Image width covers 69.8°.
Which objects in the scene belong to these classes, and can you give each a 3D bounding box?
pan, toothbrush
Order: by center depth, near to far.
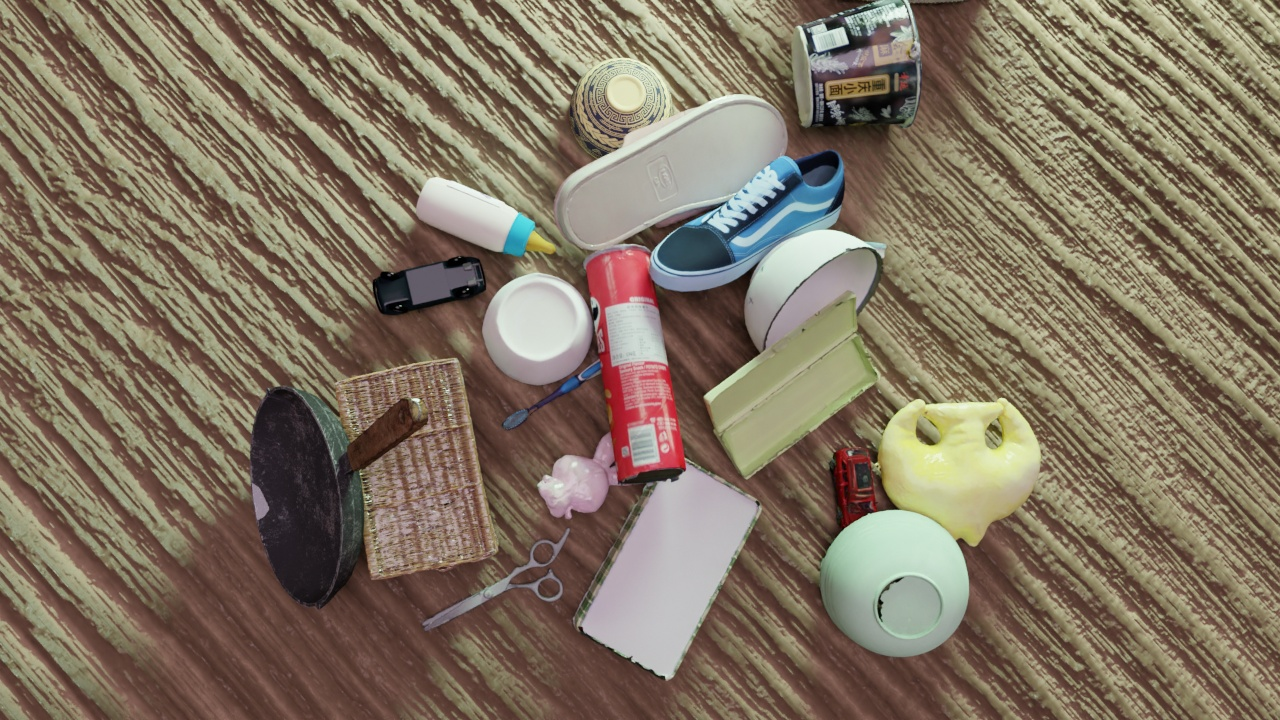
[{"bbox_3d":[-0.259,0.096,0.791,0.040,0.358,0.207,-6,74,-44],"label":"pan"},{"bbox_3d":[-0.063,0.019,0.954,0.189,0.017,0.016,-33,87,-8],"label":"toothbrush"},{"bbox_3d":[0.179,-0.130,0.997,0.180,0.016,0.016,7,91,-5],"label":"toothbrush"}]

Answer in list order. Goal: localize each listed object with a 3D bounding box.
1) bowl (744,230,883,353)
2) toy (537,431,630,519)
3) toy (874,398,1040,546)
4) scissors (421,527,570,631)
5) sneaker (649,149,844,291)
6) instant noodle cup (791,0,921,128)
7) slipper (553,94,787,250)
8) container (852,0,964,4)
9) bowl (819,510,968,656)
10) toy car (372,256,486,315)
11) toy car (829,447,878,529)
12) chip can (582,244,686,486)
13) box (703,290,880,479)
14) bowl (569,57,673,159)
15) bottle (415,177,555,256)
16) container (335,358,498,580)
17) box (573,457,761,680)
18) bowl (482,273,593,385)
[{"bbox_3d":[0.164,-0.072,0.932,0.153,0.153,0.073,-36,60,-9],"label":"bowl"},{"bbox_3d":[-0.051,0.119,0.930,0.109,0.047,0.063,-27,90,-19],"label":"toy"},{"bbox_3d":[0.330,0.116,0.958,0.170,0.064,0.155,0,91,0],"label":"toy"},{"bbox_3d":[-0.143,0.220,0.925,0.170,0.014,0.095,-3,86,-9],"label":"scissors"},{"bbox_3d":[0.108,-0.155,0.923,0.240,0.098,0.083,-27,50,-24],"label":"sneaker"},{"bbox_3d":[0.222,-0.309,0.969,0.112,0.137,0.137,-8,84,3],"label":"instant noodle cup"},{"bbox_3d":[0.031,-0.196,0.951,0.274,0.054,0.114,-25,119,-17],"label":"slipper"},{"bbox_3d":[0.297,-0.491,0.986,0.246,0.143,0.184,-2,97,-6],"label":"container"},{"bbox_3d":[0.259,0.232,0.915,0.151,0.077,0.151,0,97,3],"label":"bowl"},{"bbox_3d":[-0.216,-0.077,0.941,0.112,0.034,0.046,-14,85,-8],"label":"toy car"},{"bbox_3d":[0.227,0.137,0.962,0.042,0.036,0.091,-5,90,-7],"label":"toy car"},{"bbox_3d":[-0.005,0.005,0.911,0.073,0.073,0.232,-7,73,-7],"label":"chip can"},{"bbox_3d":[0.154,0.023,0.938,0.187,0.141,0.044,-37,44,-7],"label":"box"},{"bbox_3d":[-0.018,-0.270,0.969,0.112,0.061,0.112,1,83,-6],"label":"bowl"},{"bbox_3d":[-0.156,-0.141,0.946,0.146,0.051,0.051,22,82,-3],"label":"bottle"},{"bbox_3d":[-0.209,0.104,0.881,0.113,0.113,0.198,-12,85,-7],"label":"container"},{"bbox_3d":[0.028,0.206,0.927,0.117,0.050,0.205,29,82,-4],"label":"box"},{"bbox_3d":[-0.104,-0.035,0.932,0.116,0.066,0.116,1,83,-6],"label":"bowl"}]
